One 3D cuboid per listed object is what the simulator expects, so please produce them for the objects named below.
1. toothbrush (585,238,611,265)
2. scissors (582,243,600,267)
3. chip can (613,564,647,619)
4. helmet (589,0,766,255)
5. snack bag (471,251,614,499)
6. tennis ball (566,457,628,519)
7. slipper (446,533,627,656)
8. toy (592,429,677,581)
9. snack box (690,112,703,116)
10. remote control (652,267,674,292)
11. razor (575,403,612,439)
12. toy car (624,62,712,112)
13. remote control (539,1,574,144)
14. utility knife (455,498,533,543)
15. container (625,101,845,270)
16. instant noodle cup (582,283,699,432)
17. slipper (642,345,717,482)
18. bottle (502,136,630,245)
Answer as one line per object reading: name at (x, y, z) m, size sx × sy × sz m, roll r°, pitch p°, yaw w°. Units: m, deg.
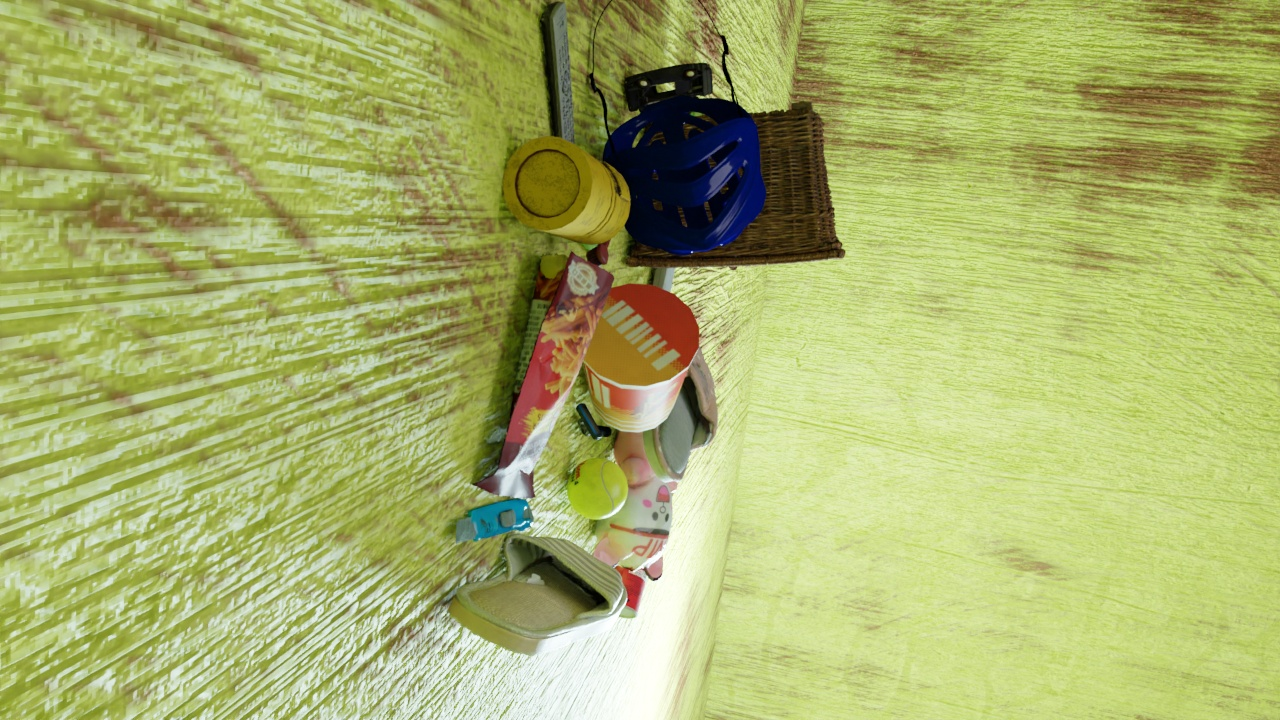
toothbrush at (-0.031, -0.129, 0.873) m, size 0.016 × 0.016 × 0.189 m, roll 59°, pitch 18°, yaw -22°
scissors at (-0.049, -0.101, 0.926) m, size 0.092 × 0.032 × 0.175 m, roll -71°, pitch 161°, yaw -50°
chip can at (-0.002, 0.257, 1.308) m, size 0.052 × 0.052 × 0.214 m, roll 81°, pitch 22°, yaw -55°
helmet at (0.030, -0.220, 0.845) m, size 0.241 × 0.148 × 0.228 m, roll -98°, pitch 172°, yaw -54°
snack bag at (-0.086, 0.015, 0.784) m, size 0.139 × 0.067 × 0.207 m, roll 56°, pitch 53°, yaw -80°
tennis ball at (-0.046, 0.137, 0.980) m, size 0.065 × 0.065 × 0.065 m, roll 10°, pitch 89°, yaw -78°
slipper at (-0.077, 0.197, 0.798) m, size 0.054 × 0.114 × 0.272 m, roll -61°, pitch 166°, yaw 5°
toy at (0.000, 0.168, 1.166) m, size 0.142 × 0.084 × 0.213 m, roll 31°, pitch 63°, yaw -57°
snack box at (0.080, -0.272, 1.320) m, size 0.131 × 0.027 × 0.168 m, roll -77°, pitch 170°, yaw -55°
remote control at (0.034, -0.130, 1.263) m, size 0.074 × 0.019 × 0.150 m, roll 75°, pitch 24°, yaw -68°
razor at (-0.051, 0.077, 1.027) m, size 0.043 × 0.022 × 0.144 m, roll 60°, pitch 1°, yaw 11°
toy car at (0.029, -0.290, 0.967) m, size 0.040 × 0.092 × 0.037 m, roll 78°, pitch 1°, yaw -57°
remote control at (-0.065, -0.222, 0.750) m, size 0.137 × 0.013 × 0.033 m, roll 87°, pitch 17°, yaw -44°
utility knife at (-0.119, 0.133, 0.759) m, size 0.185 × 0.015 × 0.031 m, roll 15°, pitch 63°, yaw -77°
container at (0.114, -0.205, 1.098) m, size 0.162 × 0.250 × 0.183 m, roll -30°, pitch 119°, yaw -74°
instant noodle cup at (-0.006, 0.006, 0.965) m, size 0.121 × 0.123 × 0.123 m, roll 94°, pitch 10°, yaw -57°
slipper at (0.060, 0.052, 1.156) m, size 0.114 × 0.055 × 0.273 m, roll 61°, pitch 25°, yaw -24°
bottle at (-0.050, -0.133, 0.751) m, size 0.163 × 0.071 × 0.071 m, roll -10°, pitch 108°, yaw -77°
